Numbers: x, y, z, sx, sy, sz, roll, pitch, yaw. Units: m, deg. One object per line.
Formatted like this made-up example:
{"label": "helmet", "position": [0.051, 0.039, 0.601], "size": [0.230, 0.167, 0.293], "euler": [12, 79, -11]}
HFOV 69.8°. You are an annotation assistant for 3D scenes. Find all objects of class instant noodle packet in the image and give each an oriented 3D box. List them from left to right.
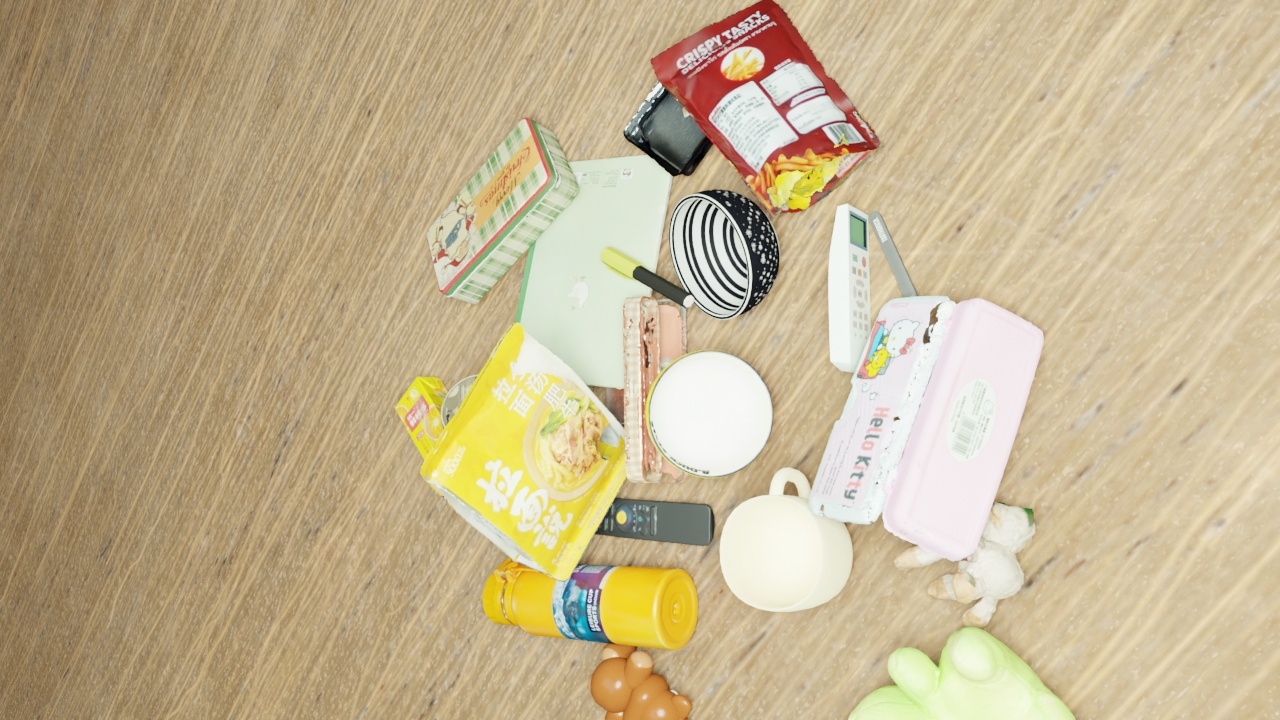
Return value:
{"label": "instant noodle packet", "position": [-0.105, 0.089, 0.865], "size": [0.084, 0.222, 0.162], "euler": [17, 65, 34]}

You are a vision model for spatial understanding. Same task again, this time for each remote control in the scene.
{"label": "remote control", "position": [0.010, 0.161, 0.930], "size": [0.152, 0.020, 0.041], "euler": [-2, 86, 36]}
{"label": "remote control", "position": [0.181, -0.061, 0.806], "size": [0.024, 0.049, 0.143], "euler": [-3, 84, 35]}

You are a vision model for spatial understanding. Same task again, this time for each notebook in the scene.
{"label": "notebook", "position": [-0.058, -0.098, 0.985], "size": [0.182, 0.010, 0.252], "euler": [4, 81, 36]}

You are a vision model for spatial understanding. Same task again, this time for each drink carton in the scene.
{"label": "drink carton", "position": [-0.240, 0.086, 1.099], "size": [0.059, 0.042, 0.134], "euler": [-49, 61, 23]}

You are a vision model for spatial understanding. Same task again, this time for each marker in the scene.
{"label": "marker", "position": [0.006, -0.081, 0.914], "size": [0.124, 0.017, 0.021], "euler": [33, 130, 38]}

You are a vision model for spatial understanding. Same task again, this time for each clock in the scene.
{"label": "clock", "position": [-0.163, 0.055, 1.027], "size": [0.141, 0.054, 0.092], "euler": [-13, 59, 14]}

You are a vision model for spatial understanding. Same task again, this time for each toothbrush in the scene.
{"label": "toothbrush", "position": [0.233, -0.058, 0.793], "size": [0.013, 0.013, 0.167], "euler": [-30, 67, 29]}

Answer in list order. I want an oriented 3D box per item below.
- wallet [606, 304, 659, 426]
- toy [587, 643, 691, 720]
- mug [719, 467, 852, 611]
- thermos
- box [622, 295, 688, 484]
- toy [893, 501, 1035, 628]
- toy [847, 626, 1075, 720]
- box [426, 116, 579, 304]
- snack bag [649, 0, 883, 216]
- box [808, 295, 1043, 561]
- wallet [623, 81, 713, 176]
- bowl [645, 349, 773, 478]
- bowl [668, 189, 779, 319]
{"label": "wallet", "position": [-0.006, 0.006, 0.952], "size": [0.072, 0.019, 0.123], "euler": [-6, 83, 35]}
{"label": "toy", "position": [0.007, 0.333, 0.901], "size": [0.128, 0.065, 0.095], "euler": [28, 110, 25]}
{"label": "mug", "position": [0.133, 0.154, 0.794], "size": [0.096, 0.099, 0.120], "euler": [-4, 78, 33]}
{"label": "thermos", "position": [-0.058, 0.239, 0.937], "size": [0.233, 0.076, 0.091], "euler": [-6, 81, 35]}
{"label": "box", "position": [0.015, 0.030, 0.904], "size": [0.042, 0.082, 0.187], "euler": [-4, 86, 38]}
{"label": "toy", "position": [0.264, 0.148, 0.718], "size": [0.106, 0.085, 0.074], "euler": [-48, 28, 1]}
{"label": "toy", "position": [0.236, 0.296, 0.714], "size": [0.150, 0.107, 0.197], "euler": [42, 121, 6]}
{"label": "box", "position": [-0.164, -0.169, 1.050], "size": [0.206, 0.051, 0.117], "euler": [-40, 54, 26]}
{"label": "snack bag", "position": [0.116, -0.243, 0.851], "size": [0.139, 0.066, 0.208], "euler": [-32, 72, 0]}
{"label": "box", "position": [0.221, 0.042, 0.714], "size": [0.146, 0.077, 0.201], "euler": [17, 73, 23]}
{"label": "wallet", "position": [0.047, -0.250, 0.928], "size": [0.089, 0.026, 0.115], "euler": [45, 106, 28]}
{"label": "bowl", "position": [0.060, 0.049, 0.861], "size": [0.117, 0.068, 0.117], "euler": [0, 88, -8]}
{"label": "bowl", "position": [0.088, -0.105, 0.858], "size": [0.120, 0.066, 0.120], "euler": [39, 141, 42]}
